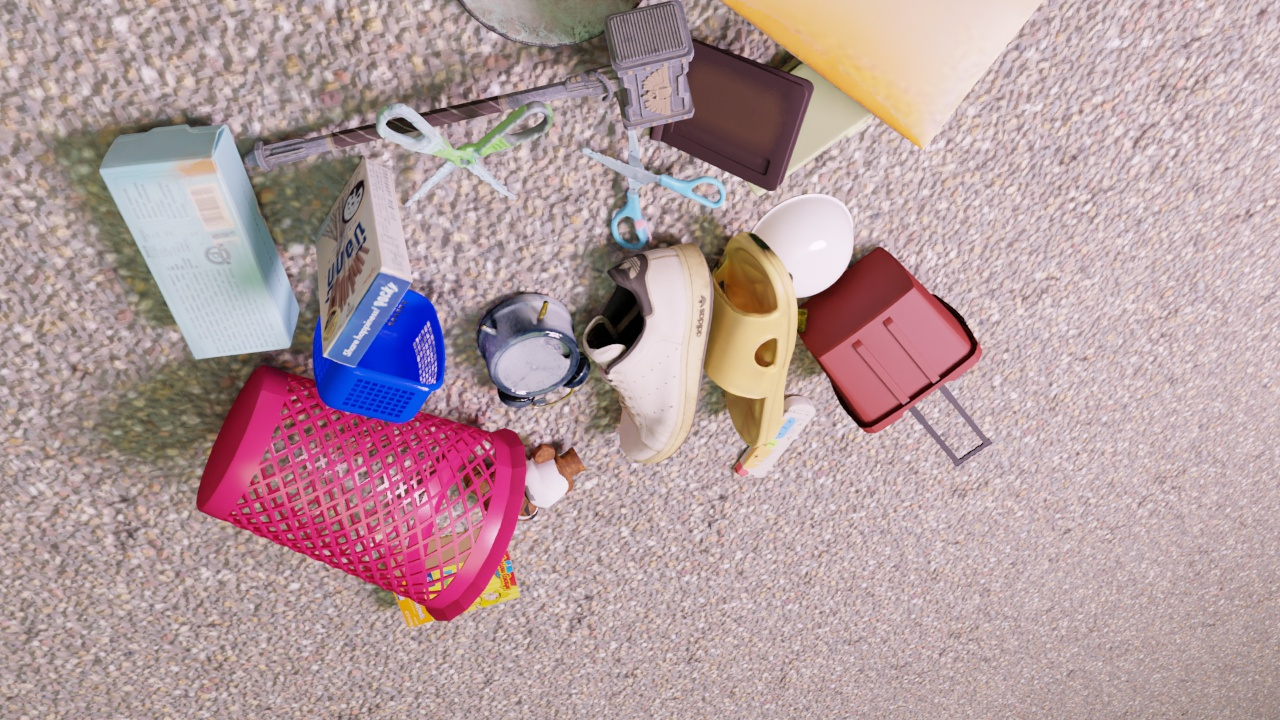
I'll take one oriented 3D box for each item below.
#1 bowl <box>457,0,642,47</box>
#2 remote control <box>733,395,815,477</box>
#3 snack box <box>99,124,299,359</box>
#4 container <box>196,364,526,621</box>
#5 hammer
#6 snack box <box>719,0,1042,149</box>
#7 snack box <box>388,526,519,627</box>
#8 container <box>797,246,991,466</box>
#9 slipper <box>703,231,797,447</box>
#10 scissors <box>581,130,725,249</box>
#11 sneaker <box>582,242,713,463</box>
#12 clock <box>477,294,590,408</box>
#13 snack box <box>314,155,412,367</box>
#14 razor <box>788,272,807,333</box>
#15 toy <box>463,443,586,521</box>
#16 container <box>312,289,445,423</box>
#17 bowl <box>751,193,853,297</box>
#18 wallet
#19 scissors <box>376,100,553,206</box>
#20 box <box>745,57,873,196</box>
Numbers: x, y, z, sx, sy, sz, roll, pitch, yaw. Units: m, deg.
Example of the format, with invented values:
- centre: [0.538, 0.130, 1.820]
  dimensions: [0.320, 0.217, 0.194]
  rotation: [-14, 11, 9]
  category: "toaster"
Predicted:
- centre: [-0.059, -0.288, 0.595]
  dimensions: [0.157, 0.038, 0.158]
  rotation: [-11, 133, -12]
  category: "bowl"
- centre: [0.150, 0.088, 1.028]
  dimensions: [0.038, 0.018, 0.126]
  rotation: [12, 126, -29]
  category: "remote control"
- centre: [-0.313, -0.082, 0.667]
  dimensions: [0.075, 0.053, 0.175]
  rotation: [-8, 132, -3]
  category: "snack box"
- centre: [-0.244, 0.105, 0.795]
  dimensions: [0.225, 0.183, 0.184]
  rotation: [27, 117, -28]
  category: "container"
- centre: [-0.123, -0.176, 0.649]
  dimensions: [0.322, 0.044, 0.098]
  rotation: [-12, 169, 2]
  category: "hammer"
- centre: [0.162, -0.260, 0.623]
  dimensions: [0.195, 0.080, 0.145]
  rotation: [32, 110, -14]
  category: "snack box"
- centre: [-0.204, 0.235, 1.006]
  dimensions: [0.125, 0.040, 0.088]
  rotation: [-14, 133, -9]
  category: "snack box"
- centre: [0.261, 0.003, 0.918]
  dimensions: [0.148, 0.127, 0.201]
  rotation: [-38, 123, 15]
  category: "container"
- centre: [0.088, -0.009, 0.861]
  dimensions: [0.078, 0.099, 0.264]
  rotation: [-19, 139, -11]
  category: "slipper"
- centre: [0.016, -0.141, 0.752]
  dimensions: [0.126, 0.015, 0.136]
  rotation: [-6, 147, 1]
  category: "scissors"
- centre: [-0.005, 0.005, 0.842]
  dimensions: [0.102, 0.089, 0.242]
  rotation: [-7, 129, -24]
  category: "sneaker"
- centre: [-0.096, -0.003, 0.830]
  dimensions: [0.090, 0.052, 0.129]
  rotation: [-21, 139, -2]
  category: "clock"
- centre: [-0.201, -0.074, 0.655]
  dimensions: [0.026, 0.150, 0.082]
  rotation: [23, 119, -37]
  category: "snack box"
- centre: [0.133, -0.055, 0.840]
  dimensions: [0.042, 0.026, 0.106]
  rotation: [9, 163, 11]
  category: "razor"
- centre: [-0.113, 0.123, 0.931]
  dimensions: [0.112, 0.067, 0.087]
  rotation: [-31, 135, -6]
  category: "toy"
- centre: [-0.213, -0.007, 0.738]
  dimensions: [0.096, 0.114, 0.058]
  rotation: [18, 127, -33]
  category: "container"
- centre: [0.155, -0.096, 0.848]
  dimensions: [0.110, 0.040, 0.110]
  rotation: [-11, 133, -12]
  category: "bowl"
- centre: [0.066, -0.190, 0.698]
  dimensions: [0.115, 0.018, 0.092]
  rotation: [26, 130, 15]
  category: "wallet"
- centre: [-0.132, -0.148, 0.658]
  dimensions: [0.172, 0.023, 0.168]
  rotation: [-25, 165, 41]
  category: "scissors"
- centre: [0.148, -0.217, 0.732]
  dimensions: [0.188, 0.089, 0.077]
  rotation: [-35, 114, 14]
  category: "box"
